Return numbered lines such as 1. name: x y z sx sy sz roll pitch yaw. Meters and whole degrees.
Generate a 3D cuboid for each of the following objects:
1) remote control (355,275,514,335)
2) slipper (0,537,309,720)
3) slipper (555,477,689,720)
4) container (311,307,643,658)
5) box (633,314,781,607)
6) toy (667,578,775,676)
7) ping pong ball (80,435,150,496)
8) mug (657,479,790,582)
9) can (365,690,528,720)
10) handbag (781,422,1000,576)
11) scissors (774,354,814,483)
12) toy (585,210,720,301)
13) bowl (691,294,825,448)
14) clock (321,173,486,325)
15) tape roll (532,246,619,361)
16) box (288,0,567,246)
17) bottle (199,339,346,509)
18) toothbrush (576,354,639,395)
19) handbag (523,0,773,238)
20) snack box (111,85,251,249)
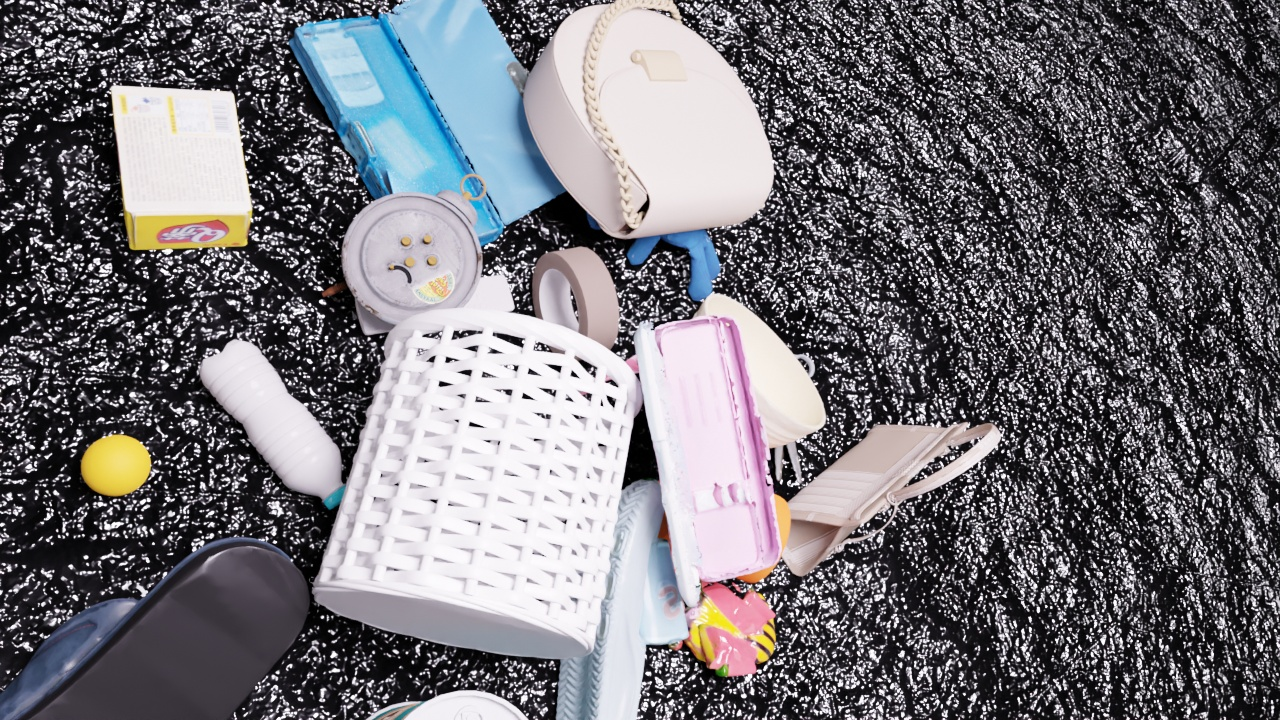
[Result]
1. remote control: -0.169 -0.046 0.762 0.130 0.012 0.033 -12 77 -30
2. slipper: -0.320 0.206 0.546 0.265 0.083 0.109 -47 124 -16
3. slipper: -0.011 0.211 0.685 0.074 0.104 0.245 16 69 -23
4. container: -0.106 0.090 0.632 0.189 0.190 0.186 20 63 -19
5. box: 0.050 0.067 0.670 0.111 0.101 0.201 -10 89 -13
6. toy: 0.072 0.219 0.757 0.103 0.046 0.084 13 50 -27
7. ping pong ball: -0.346 0.069 0.606 0.040 0.040 0.040 10 65 -23
8. mug: 0.065 0.122 0.779 0.096 0.078 0.112 25 37 -16
9. can: -0.129 0.263 0.572 0.099 0.144 0.099 10 65 -23
10. handbag: 0.226 0.097 0.792 0.175 0.198 0.062 -31 85 -33
11. scissors: 0.125 0.035 0.878 0.131 0.014 0.152 37 54 -9
12. toy: 0.008 -0.128 0.857 0.176 0.071 0.112 39 46 -7
13. bowl: 0.085 0.022 0.812 0.150 0.075 0.150 38 24 -21
14. clock: -0.170 -0.087 0.718 0.104 0.056 0.147 37 77 -9
15. tape roll: -0.056 -0.047 0.771 0.030 0.094 0.093 -15 77 -31
16. box: -0.177 -0.210 0.803 0.175 0.060 0.231 -27 83 -17
17. bottle: -0.258 0.048 0.658 0.044 0.044 0.136 -39 90 -34
18. toothbrush: -0.005 0.005 0.822 0.134 0.016 0.021 -22 81 -32
19. handbag: 0.005 -0.207 0.810 0.210 0.104 0.208 -14 73 -39
20. snack box: -0.342 -0.142 0.684 0.083 0.061 0.105 -6 72 -29
